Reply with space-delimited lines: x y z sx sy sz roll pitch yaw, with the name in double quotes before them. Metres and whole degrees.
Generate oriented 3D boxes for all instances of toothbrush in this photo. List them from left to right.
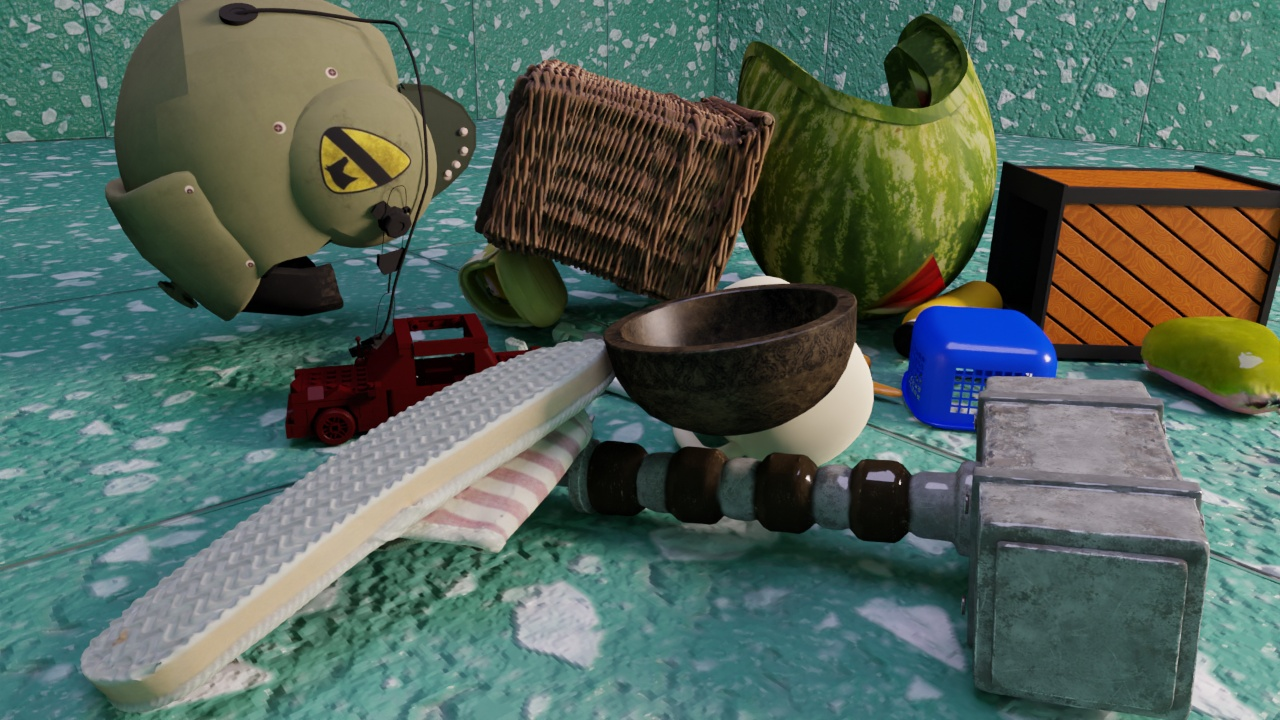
"toothbrush" -0.034 0.011 0.664 0.187 0.017 0.012 17 52 38
"toothbrush" -0.010 -0.007 0.719 0.155 0.015 0.022 17 56 37

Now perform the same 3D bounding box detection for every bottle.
"bottle" 0.253 -0.032 0.757 0.043 0.043 0.143 16 25 37

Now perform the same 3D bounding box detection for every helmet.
"helmet" -0.260 -0.134 0.674 0.232 0.256 0.250 -5 19 -26
"helmet" 0.192 -0.153 0.806 0.213 0.248 0.243 -14 51 -12

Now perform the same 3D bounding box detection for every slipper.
"slipper" -0.107 0.067 0.411 0.115 0.052 0.262 -3 26 47
"slipper" -0.112 -0.065 0.803 0.081 0.091 0.190 -32 17 2

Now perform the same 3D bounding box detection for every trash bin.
"trash bin" 0.404 -0.086 0.769 0.172 0.140 0.139 2 20 2

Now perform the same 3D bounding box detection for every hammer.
"hammer" 0.080 0.065 0.444 0.327 0.079 0.176 2 19 21

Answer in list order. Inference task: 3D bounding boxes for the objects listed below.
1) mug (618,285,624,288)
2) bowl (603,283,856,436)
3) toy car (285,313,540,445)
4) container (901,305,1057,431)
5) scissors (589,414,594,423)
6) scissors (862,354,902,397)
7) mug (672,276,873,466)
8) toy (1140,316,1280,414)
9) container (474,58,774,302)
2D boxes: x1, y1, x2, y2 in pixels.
"mug" -0.001 -0.115 0.923 0.105 0.083 0.073 -16 25 -39
"bowl" 0.046 0.004 0.448 0.121 0.056 0.121 -9 15 2
"toy car" -0.141 0.009 0.594 0.169 0.062 0.070 -5 20 -17
"container" 0.234 0.002 0.636 0.096 0.058 0.114 4 20 10
"scissors" -0.085 0.055 0.534 0.146 0.019 0.133 -2 20 -5
"scissors" 0.130 0.011 0.678 0.131 0.011 0.125 6 19 20
"mug" 0.074 0.020 0.542 0.120 0.096 0.099 -38 33 3
"toy" 0.419 0.002 0.657 0.090 0.051 0.109 0 22 5
"container" -0.023 -0.154 0.744 0.183 0.162 0.249 16 17 -11
